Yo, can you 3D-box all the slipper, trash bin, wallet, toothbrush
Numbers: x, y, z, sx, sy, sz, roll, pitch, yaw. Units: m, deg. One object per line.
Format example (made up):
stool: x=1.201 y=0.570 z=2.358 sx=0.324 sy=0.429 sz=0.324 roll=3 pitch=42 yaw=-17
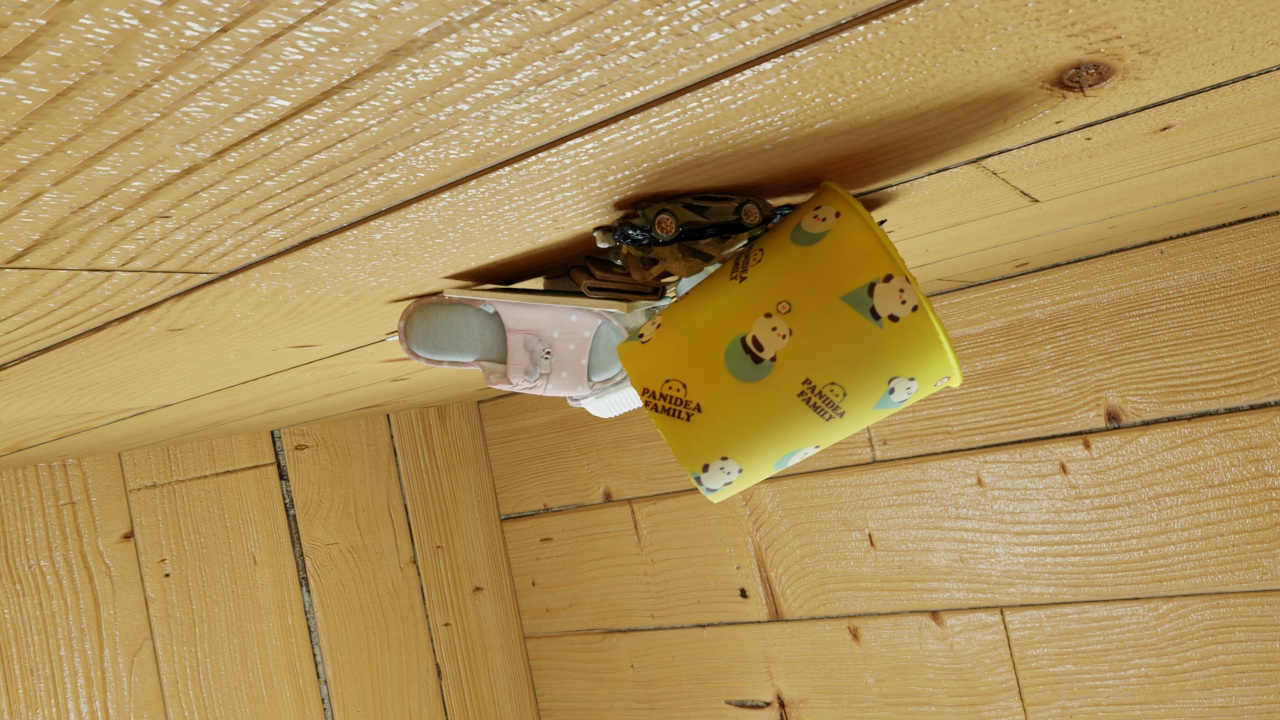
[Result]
slipper: x=-0.143 y=-0.020 z=1.061 sx=0.274 sy=0.114 sz=0.054 roll=8 pitch=-165 yaw=-5
trash bin: x=0.132 y=-0.006 z=0.882 sx=0.255 sy=0.229 sz=0.229 roll=-33 pitch=174 yaw=6
wallet: x=-0.026 y=-0.084 z=0.965 sx=0.090 sy=0.033 sz=0.115 roll=5 pitch=-167 yaw=-12
toothbrush: x=0.013 y=-0.126 z=0.943 sx=0.016 sy=0.018 sz=0.180 roll=-18 pitch=175 yaw=38

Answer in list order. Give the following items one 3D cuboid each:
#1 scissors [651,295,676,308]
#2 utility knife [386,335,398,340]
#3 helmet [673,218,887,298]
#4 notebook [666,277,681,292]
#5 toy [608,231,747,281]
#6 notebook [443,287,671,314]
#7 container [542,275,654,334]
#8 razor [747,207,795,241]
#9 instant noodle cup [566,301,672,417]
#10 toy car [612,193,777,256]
scissors: x=0.030 y=-0.085 z=1.369 sx=0.142 sy=0.014 sz=0.173 roll=-30 pitch=-176 yaw=5
utility knife: x=-0.280 y=-0.048 z=1.258 sx=0.203 sy=0.018 sz=0.034 roll=-12 pitch=178 yaw=33
helmet: x=0.174 y=-0.072 z=1.086 sx=0.258 sy=0.146 sz=0.229 roll=-13 pitch=-176 yaw=-1
notebook: x=-0.036 y=-0.056 z=1.273 sx=0.212 sy=0.012 sz=0.149 roll=-29 pitch=-177 yaw=17
toy: x=0.044 y=-0.115 z=0.910 sx=0.156 sy=0.066 sz=0.105 roll=-19 pitch=-162 yaw=-41
notebook: x=-0.086 y=-0.069 z=1.007 sx=0.209 sy=0.012 sz=0.150 roll=5 pitch=-172 yaw=18
container: x=-0.048 y=-0.067 z=1.130 sx=0.111 sy=0.090 sz=0.090 roll=-15 pitch=177 yaw=11
razor: x=0.107 y=-0.139 z=1.004 sx=0.143 sy=0.022 sz=0.042 roll=-13 pitch=175 yaw=33
instant noodle cup: x=-0.007 y=0.007 z=1.155 sx=0.173 sy=0.060 sz=0.137 roll=-23 pitch=-146 yaw=8
toy car: x=0.050 y=-0.126 z=0.827 sx=0.158 sy=0.042 sz=0.070 roll=-9 pitch=176 yaw=-25
